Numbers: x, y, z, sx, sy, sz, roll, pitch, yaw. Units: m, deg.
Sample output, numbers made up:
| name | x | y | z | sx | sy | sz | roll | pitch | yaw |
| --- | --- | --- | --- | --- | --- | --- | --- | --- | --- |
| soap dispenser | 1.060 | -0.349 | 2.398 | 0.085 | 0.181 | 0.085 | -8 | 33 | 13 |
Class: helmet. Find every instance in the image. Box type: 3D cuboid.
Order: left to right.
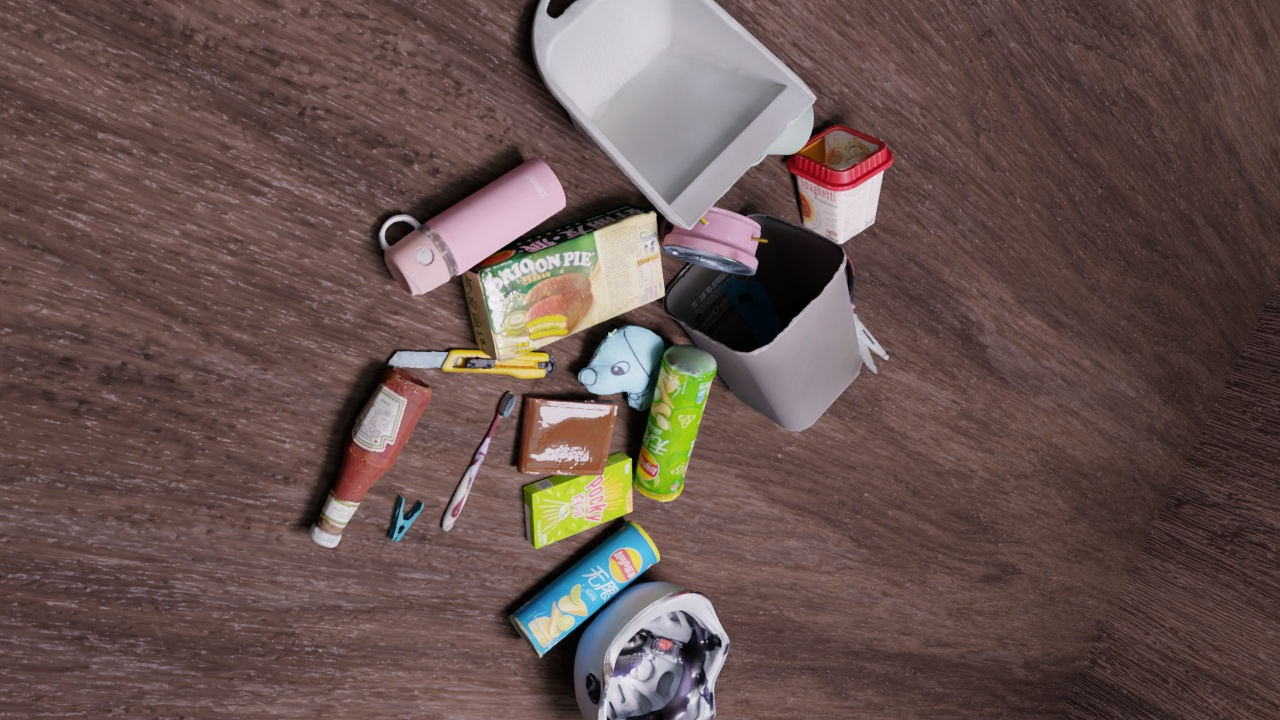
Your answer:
| name | x | y | z | sx | sy | sz | roll | pitch | yaw |
| --- | --- | --- | --- | --- | --- | --- | --- | --- | --- |
| helmet | -0.002 | 0.419 | 1.302 | 0.228 | 0.146 | 0.259 | -15 | 112 | -34 |

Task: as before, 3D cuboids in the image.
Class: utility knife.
| name | x | y | z | sx | sy | sz | roll | pitch | yaw |
| --- | --- | --- | --- | --- | --- | --- | --- | --- | --- |
| utility knife | -0.190 | 0.004 | 1.068 | 0.217 | 0.015 | 0.033 | 2 | 105 | -38 |

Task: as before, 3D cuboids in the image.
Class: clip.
| name | x | y | z | sx | sy | sz | roll | pitch | yaw |
| --- | --- | --- | --- | --- | --- | --- | --- | --- | --- |
| clip | -0.279 | 0.187 | 1.078 | 0.034 | 0.013 | 0.055 | 21 | 96 | -40 |

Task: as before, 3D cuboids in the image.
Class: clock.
| name | x | y | z | sx | sy | sz | roll | pitch | yaw |
| --- | --- | --- | --- | --- | --- | --- | --- | --- | --- |
| clock | 0.084 | -0.147 | 1.122 | 0.117 | 0.158 | 0.060 | 16 | 88 | -16 |

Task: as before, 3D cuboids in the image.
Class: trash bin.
| name | x | y | z | sx | sy | sz | roll | pitch | yaw |
| --- | --- | --- | --- | --- | --- | --- | --- | --- | --- |
| trash bin | 0.178 | -0.042 | 1.227 | 0.198 | 0.199 | 0.220 | -45 | 137 | -11 |

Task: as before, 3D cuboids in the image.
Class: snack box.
| name | x | y | z | sx | sy | sz | roll | pitch | yaw |
| --- | --- | --- | --- | --- | --- | --- | --- | --- | --- |
| snack box | -0.086 | -0.095 | 1.075 | 0.239 | 0.063 | 0.114 | -24 | 122 | -27 |
| snack box | -0.080 | 0.184 | 1.222 | 0.156 | 0.026 | 0.086 | -16 | 118 | -32 |

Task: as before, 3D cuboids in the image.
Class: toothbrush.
| name | x | y | z | sx | sy | sz | roll | pitch | yaw |
| --- | --- | --- | --- | --- | --- | --- | --- | --- | --- |
| toothbrush | -0.195 | 0.124 | 1.113 | 0.016 | 0.017 | 0.187 | 25 | 92 | -40 |

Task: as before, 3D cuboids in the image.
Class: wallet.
| name | x | y | z | sx | sy | sz | roll | pitch | yaw |
| --- | --- | --- | --- | --- | --- | --- | --- | --- | --- |
| wallet | -0.094 | 0.094 | 1.161 | 0.124 | 0.032 | 0.101 | 5 | 106 | -27 |

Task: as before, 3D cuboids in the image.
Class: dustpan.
| name | x | y | z | sx | sy | sz | roll | pitch | yaw |
| --- | --- | --- | --- | --- | --- | --- | --- | --- | --- |
| dustpan | 0.016 | -0.312 | 0.979 | 0.222 | 0.258 | 0.143 | -47 | 153 | -12 |

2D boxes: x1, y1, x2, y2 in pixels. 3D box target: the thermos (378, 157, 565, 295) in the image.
| name | x | y | z | sx | sy | sz | roll | pitch | yaw |
| --- | --- | --- | --- | --- | --- | --- | --- | --- | --- |
| thermos | -0.182 | -0.150 | 0.983 | 0.198 | 0.067 | 0.087 | -35 | 95 | -19 |

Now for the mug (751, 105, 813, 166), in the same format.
| name | x | y | z | sx | sy | sz | roll | pitch | yaw |
| --- | --- | --- | --- | --- | --- | --- | --- | --- | --- |
| mug | 0.146 | -0.293 | 1.166 | 0.106 | 0.082 | 0.112 | -9 | 145 | -35 |

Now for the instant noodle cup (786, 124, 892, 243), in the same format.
| name | x | y | z | sx | sy | sz | roll | pitch | yaw |
| --- | --- | --- | --- | --- | --- | --- | --- | --- | --- |
| instant noodle cup | 0.274 | -0.239 | 1.265 | 0.116 | 0.116 | 0.124 | -33 | 136 | -22 |

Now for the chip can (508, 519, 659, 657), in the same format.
| name | x | y | z | sx | sy | sz | roll | pitch | yaw |
| --- | --- | --- | --- | --- | --- | --- | --- | --- | --- |
| chip can | -0.075 | 0.308 | 1.248 | 0.209 | 0.071 | 0.071 | -35 | 126 | -20 |

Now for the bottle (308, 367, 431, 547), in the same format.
| name | x | y | z | sx | sy | sz | roll | pitch | yaw |
| --- | --- | --- | --- | --- | --- | --- | --- | --- | --- |
| bottle | -0.299 | 0.108 | 1.001 | 0.059 | 0.060 | 0.206 | 27 | 94 | -41 |

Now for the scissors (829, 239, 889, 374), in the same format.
| name | x | y | z | sx | sy | sz | roll | pitch | yaw |
| --- | --- | --- | --- | --- | --- | --- | --- | --- | --- |
| scissors | 0.308 | -0.081 | 1.373 | 0.197 | 0.015 | 0.213 | 5 | 87 | -27 |

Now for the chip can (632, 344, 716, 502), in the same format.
| name | x | y | z | sx | sy | sz | roll | pitch | yaw |
| --- | --- | --- | --- | --- | --- | --- | --- | --- | --- |
| chip can | 0.043 | 0.082 | 1.207 | 0.072 | 0.072 | 0.222 | -13 | 131 | -33 |

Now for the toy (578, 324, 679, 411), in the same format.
| name | x | y | z | sx | sy | sz | roll | pitch | yaw |
| --- | --- | --- | --- | --- | --- | --- | --- | --- | --- |
| toy | -0.007 | 0.007 | 1.187 | 0.161 | 0.050 | 0.156 | -31 | 133 | -20 |
